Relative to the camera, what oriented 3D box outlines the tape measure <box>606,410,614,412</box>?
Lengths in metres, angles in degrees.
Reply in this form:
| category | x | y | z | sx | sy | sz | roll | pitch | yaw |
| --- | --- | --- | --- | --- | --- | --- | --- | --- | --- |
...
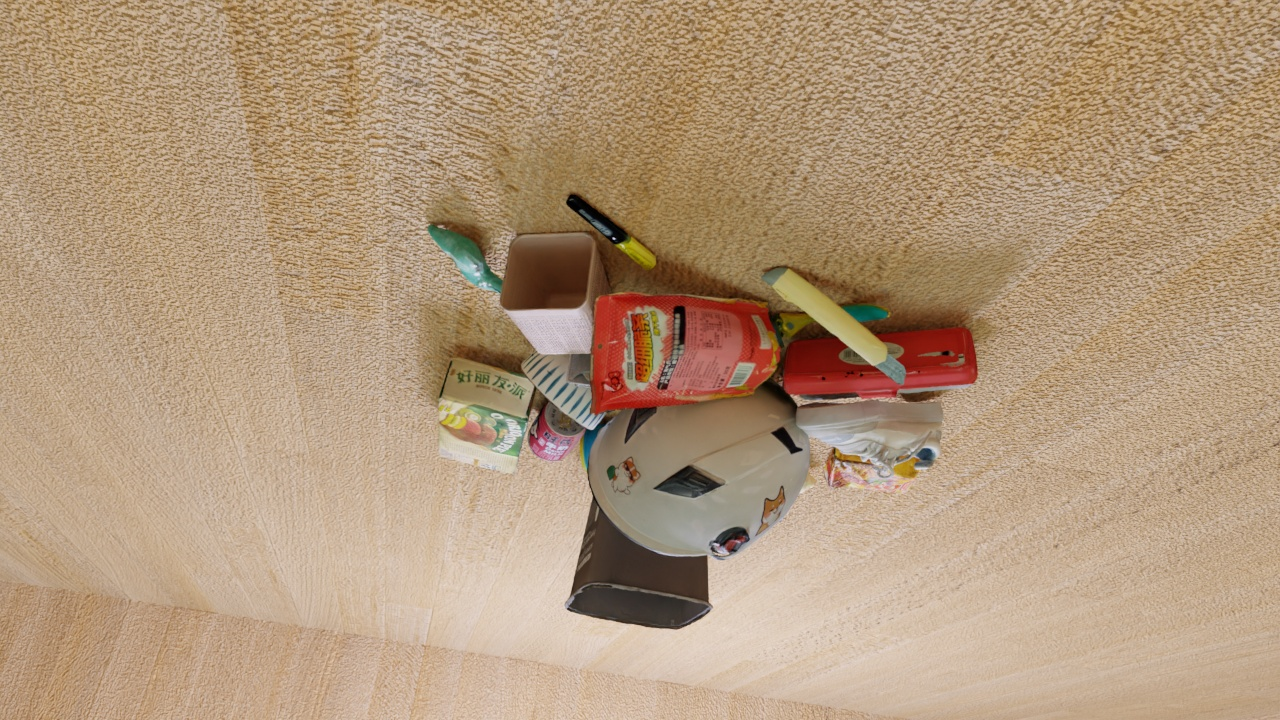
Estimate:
| category | x | y | z | sx | sy | sz | roll | pitch | yaw |
| --- | --- | --- | --- | --- | --- | --- | --- | --- | --- |
| tape measure | -0.052 | 0.050 | 1.207 | 0.058 | 0.025 | 0.054 | -6 | 148 | 23 |

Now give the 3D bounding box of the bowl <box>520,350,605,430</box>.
| category | x | y | z | sx | sy | sz | roll | pitch | yaw |
| --- | --- | --- | --- | --- | --- | --- | --- | --- | --- |
| bowl | -0.079 | 0.020 | 1.095 | 0.066 | 0.116 | 0.116 | -48 | 134 | 4 |

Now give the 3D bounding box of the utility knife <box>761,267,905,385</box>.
| category | x | y | z | sx | sy | sz | roll | pitch | yaw |
| --- | --- | --- | --- | --- | --- | --- | --- | --- | --- |
| utility knife | 0.201 | -0.036 | 0.933 | 0.182 | 0.019 | 0.031 | 41 | 117 | 3 |

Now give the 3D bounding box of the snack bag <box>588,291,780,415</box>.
| category | x | y | z | sx | sy | sz | roll | pitch | yaw |
| --- | --- | --- | --- | --- | --- | --- | --- | --- | --- |
| snack bag | 0.043 | -0.010 | 0.949 | 0.207 | 0.129 | 0.073 | -2 | -161 | -29 |

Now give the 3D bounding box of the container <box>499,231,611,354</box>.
| category | x | y | z | sx | sy | sz | roll | pitch | yaw |
| --- | --- | --- | --- | --- | --- | --- | --- | --- | --- |
| container | -0.080 | -0.064 | 0.947 | 0.090 | 0.090 | 0.111 | -1 | 153 | 13 |

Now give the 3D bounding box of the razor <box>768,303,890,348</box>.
| category | x | y | z | sx | sy | sz | roll | pitch | yaw |
| --- | --- | --- | --- | --- | --- | --- | --- | --- | --- |
| razor | 0.202 | -0.044 | 0.979 | 0.133 | 0.028 | 0.043 | -9 | 120 | 31 |

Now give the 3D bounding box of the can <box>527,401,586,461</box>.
| category | x | y | z | sx | sy | sz | roll | pitch | yaw |
| --- | --- | --- | --- | --- | --- | --- | --- | --- | --- |
| can | -0.112 | 0.092 | 1.251 | 0.066 | 0.066 | 0.094 | 15 | 150 | -14 |

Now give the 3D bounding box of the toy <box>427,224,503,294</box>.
| category | x | y | z | sx | sy | sz | roll | pitch | yaw |
| --- | --- | --- | --- | --- | --- | --- | --- | --- | --- |
| toy | -0.169 | -0.098 | 0.945 | 0.096 | 0.030 | 0.092 | 35 | 171 | 22 |

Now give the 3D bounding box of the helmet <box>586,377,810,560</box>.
| category | x | y | z | sx | sy | sz | roll | pitch | yaw |
| --- | --- | --- | --- | --- | --- | --- | --- | --- | --- |
| helmet | 0.087 | 0.094 | 1.058 | 0.273 | 0.230 | 0.157 | -9 | 143 | -37 |

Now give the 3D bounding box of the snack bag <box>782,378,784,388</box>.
| category | x | y | z | sx | sy | sz | roll | pitch | yaw |
| --- | --- | --- | --- | --- | --- | --- | --- | --- | --- |
| snack bag | 0.218 | 0.023 | 1.100 | 0.105 | 0.026 | 0.045 | -1 | 148 | 10 |

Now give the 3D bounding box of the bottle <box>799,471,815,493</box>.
| category | x | y | z | sx | sy | sz | roll | pitch | yaw |
| --- | --- | --- | --- | --- | --- | --- | --- | --- | --- |
| bottle | 0.193 | 0.164 | 1.328 | 0.149 | 0.066 | 0.067 | 16 | 151 | -29 |

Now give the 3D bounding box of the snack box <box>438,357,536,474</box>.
| category | x | y | z | sx | sy | sz | roll | pitch | yaw |
| --- | --- | --- | --- | --- | --- | --- | --- | --- | --- |
| snack box | -0.209 | 0.081 | 1.230 | 0.114 | 0.063 | 0.241 | 15 | 154 | -5 |

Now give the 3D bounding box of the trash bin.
| category | x | y | z | sx | sy | sz | roll | pitch | yaw |
| --- | --- | --- | --- | --- | --- | --- | --- | --- | --- |
| trash bin | 0.002 | 0.275 | 1.399 | 0.198 | 0.219 | 0.199 | 12 | 151 | -12 |

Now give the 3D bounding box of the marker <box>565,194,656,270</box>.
| category | x | y | z | sx | sy | sz | roll | pitch | yaw |
| --- | --- | --- | --- | --- | --- | --- | --- | --- | --- |
| marker | -0.028 | -0.125 | 0.898 | 0.018 | 0.015 | 0.124 | -21 | 139 | 36 |

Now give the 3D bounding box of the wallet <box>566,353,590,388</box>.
| category | x | y | z | sx | sy | sz | roll | pitch | yaw |
| --- | --- | --- | --- | --- | --- | --- | --- | --- | --- |
| wallet | -0.012 | -0.008 | 1.009 | 0.130 | 0.106 | 0.037 | 6 | 148 | 1 |

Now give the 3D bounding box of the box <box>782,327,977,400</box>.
| category | x | y | z | sx | sy | sz | roll | pitch | yaw |
| --- | --- | --- | --- | --- | --- | --- | --- | --- | --- |
| box | 0.263 | 0.022 | 1.006 | 0.201 | 0.094 | 0.100 | -5 | 130 | 19 |

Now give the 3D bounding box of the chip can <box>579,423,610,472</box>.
| category | x | y | z | sx | sy | sz | roll | pitch | yaw |
| --- | --- | --- | --- | --- | --- | --- | --- | --- | --- |
| chip can | 0.026 | 0.120 | 1.268 | 0.210 | 0.071 | 0.071 | -2 | 150 | 14 |

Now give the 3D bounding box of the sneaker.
| category | x | y | z | sx | sy | sz | roll | pitch | yaw |
| --- | --- | --- | --- | --- | --- | --- | --- | --- | --- |
| sneaker | 0.268 | 0.092 | 1.066 | 0.241 | 0.090 | 0.090 | 4 | 173 | -39 |

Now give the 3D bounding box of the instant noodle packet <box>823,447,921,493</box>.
| category | x | y | z | sx | sy | sz | roll | pitch | yaw |
| --- | --- | --- | --- | --- | --- | --- | --- | --- | --- |
| instant noodle packet | 0.329 | 0.155 | 1.297 | 0.128 | 0.044 | 0.111 | 4 | 155 | 4 |
